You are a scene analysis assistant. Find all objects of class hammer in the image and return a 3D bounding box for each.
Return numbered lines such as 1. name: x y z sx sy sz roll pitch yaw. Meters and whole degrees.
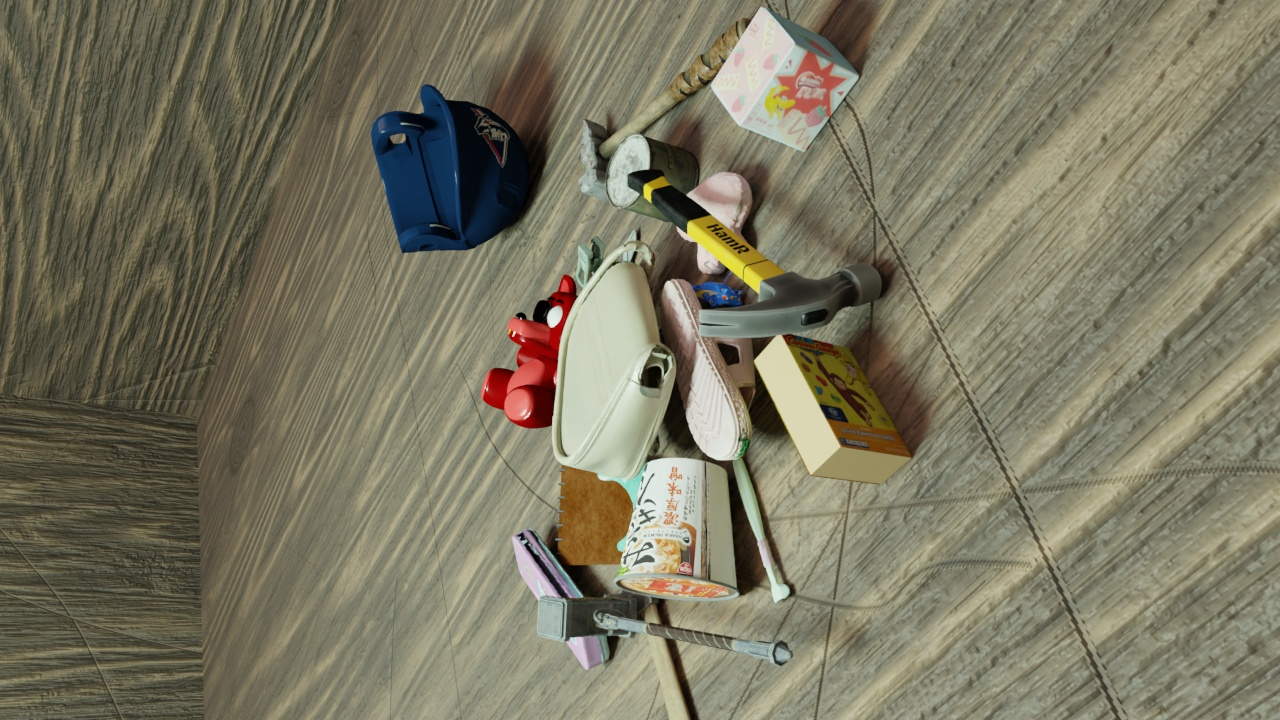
1. hammer: 0.037 0.368 0.940 0.120 0.030 0.330 -48 44 36
2. hammer: 0.070 -0.118 0.897 0.324 0.169 0.034 48 149 46
3. hammer: 0.025 0.261 0.882 0.323 0.098 0.044 -10 74 52
4. hammer: 0.025 -0.316 1.135 0.320 0.048 0.121 -28 56 47

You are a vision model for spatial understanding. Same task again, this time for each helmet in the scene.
1. helmet: -0.277 -0.290 1.387 0.273 0.223 0.232 111 142 -70

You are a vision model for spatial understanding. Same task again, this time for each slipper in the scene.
1. slipper: 0.077 0.006 0.939 0.239 0.064 0.094 -110 24 -45

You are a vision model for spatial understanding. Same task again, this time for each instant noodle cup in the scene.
1. instant noodle cup: 0.041 0.169 0.922 0.124 0.123 0.121 -24 52 50

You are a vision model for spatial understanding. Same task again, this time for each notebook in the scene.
1. notebook: -0.050 0.137 1.131 0.168 0.024 0.225 -16 68 51

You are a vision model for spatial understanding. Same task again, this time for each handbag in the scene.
1. handbag: -0.006 0.006 1.002 0.185 0.131 0.228 -56 30 33

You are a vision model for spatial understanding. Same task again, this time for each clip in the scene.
1. clip: -0.057 -0.110 1.043 0.023 0.044 0.076 54 161 18

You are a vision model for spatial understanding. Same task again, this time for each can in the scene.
1. can: 0.014 -0.216 1.093 0.090 0.074 0.089 -17 69 52

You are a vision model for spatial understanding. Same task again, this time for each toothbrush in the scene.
1. toothbrush: 0.115 0.161 0.897 0.022 0.015 0.154 -45 47 37

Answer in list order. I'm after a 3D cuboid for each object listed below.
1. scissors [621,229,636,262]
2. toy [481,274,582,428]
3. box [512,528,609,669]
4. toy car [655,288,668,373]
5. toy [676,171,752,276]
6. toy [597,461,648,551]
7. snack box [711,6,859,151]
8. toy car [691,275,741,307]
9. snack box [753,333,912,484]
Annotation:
1. scissors: -0.024 -0.090 1.160 0.137 0.019 0.138 -48 44 34
2. toy: -0.112 -0.014 1.149 0.158 0.120 0.197 22 87 63
3. box: -0.101 0.287 1.129 0.214 0.033 0.076 38 142 52
4. toy car: 0.036 -0.037 1.050 0.048 0.033 0.105 -13 72 51
5. toy: 0.083 -0.147 0.999 0.109 0.053 0.105 -20 76 49
6. toy: -0.003 0.158 1.032 0.085 0.033 0.105 -23 70 25
7. snack box: 0.142 -0.277 0.910 0.095 0.093 0.079 -54 42 31
8. toy car: 0.087 -0.089 0.984 0.092 0.033 0.062 26 109 54
9. snack box: 0.165 0.041 0.795 0.040 0.088 0.125 -52 43 33
